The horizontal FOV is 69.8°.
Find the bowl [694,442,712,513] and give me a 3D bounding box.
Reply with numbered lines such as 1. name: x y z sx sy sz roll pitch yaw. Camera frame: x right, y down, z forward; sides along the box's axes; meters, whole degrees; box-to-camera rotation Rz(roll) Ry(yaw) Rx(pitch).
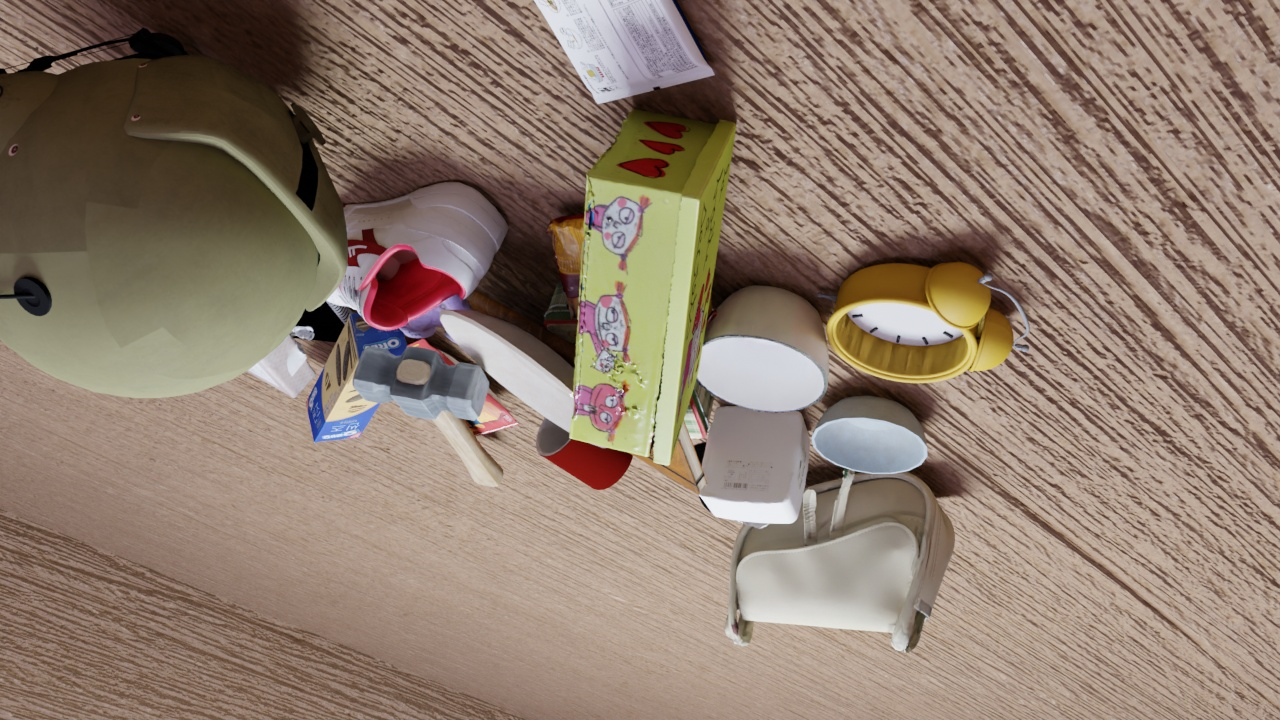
1. bowl: 0.104 0.146 1.040 0.124 0.052 0.124 12 149 7

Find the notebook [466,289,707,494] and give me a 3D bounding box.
1. notebook: -0.052 0.031 0.857 0.249 0.014 0.178 28 159 29

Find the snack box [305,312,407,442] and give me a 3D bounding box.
1. snack box: -0.308 0.023 0.989 0.056 0.057 0.207 -6 155 -35

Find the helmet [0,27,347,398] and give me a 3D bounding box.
1. helmet: -0.323 -0.098 0.629 0.233 0.255 0.250 4 149 25

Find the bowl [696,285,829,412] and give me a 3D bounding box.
1. bowl: 0.104 -0.013 0.772 0.116 0.065 0.116 12 149 7

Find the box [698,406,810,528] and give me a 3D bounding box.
1. box: 0.124 0.124 0.944 0.103 0.109 0.130 0 145 24

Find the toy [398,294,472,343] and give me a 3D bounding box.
1. toy: -0.205 -0.043 0.892 0.100 0.036 0.080 -11 132 36

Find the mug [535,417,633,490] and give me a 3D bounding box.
1. mug: -0.069 0.089 1.023 0.082 0.073 0.106 38 171 -32

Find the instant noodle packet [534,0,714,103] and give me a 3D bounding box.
1. instant noodle packet: -0.021 -0.212 0.547 0.087 0.026 0.134 -4 144 30

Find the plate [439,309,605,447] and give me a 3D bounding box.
1. plate: -0.091 0.009 0.796 0.189 0.027 0.189 34 165 10

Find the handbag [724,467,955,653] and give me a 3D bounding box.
1. handbag: 0.196 0.203 0.957 0.230 0.183 0.132 -9 142 33

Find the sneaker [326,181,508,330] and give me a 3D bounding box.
1. sneaker: -0.225 -0.072 0.791 0.237 0.104 0.090 -7 142 33

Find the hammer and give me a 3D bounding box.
1. hammer: -0.198 0.076 0.987 0.117 0.051 0.323 10 157 9

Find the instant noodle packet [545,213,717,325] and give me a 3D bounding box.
1. instant noodle packet: -0.004 -0.073 0.734 0.136 0.039 0.099 4 128 19

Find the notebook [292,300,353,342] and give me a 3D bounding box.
1. notebook: -0.385 -0.085 0.932 0.149 0.016 0.207 5 148 19

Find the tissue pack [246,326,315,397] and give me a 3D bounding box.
1. tissue pack: -0.403 -0.039 0.950 0.104 0.071 0.182 24 151 22

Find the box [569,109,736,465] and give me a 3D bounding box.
1. box: 0.008 -0.050 0.643 0.082 0.124 0.221 14 127 7

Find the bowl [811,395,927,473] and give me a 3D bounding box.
1. bowl: 0.218 0.066 0.870 0.106 0.039 0.106 12 149 7

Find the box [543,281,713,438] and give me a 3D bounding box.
1. box: -0.005 0.005 0.870 0.118 0.050 0.206 5 148 20

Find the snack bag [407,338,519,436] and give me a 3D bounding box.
1. snack bag: -0.221 0.035 1.023 0.131 0.039 0.144 -17 127 45

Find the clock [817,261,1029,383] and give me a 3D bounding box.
1. clock: 0.218 -0.030 0.710 0.152 0.051 0.113 -5 144 39
